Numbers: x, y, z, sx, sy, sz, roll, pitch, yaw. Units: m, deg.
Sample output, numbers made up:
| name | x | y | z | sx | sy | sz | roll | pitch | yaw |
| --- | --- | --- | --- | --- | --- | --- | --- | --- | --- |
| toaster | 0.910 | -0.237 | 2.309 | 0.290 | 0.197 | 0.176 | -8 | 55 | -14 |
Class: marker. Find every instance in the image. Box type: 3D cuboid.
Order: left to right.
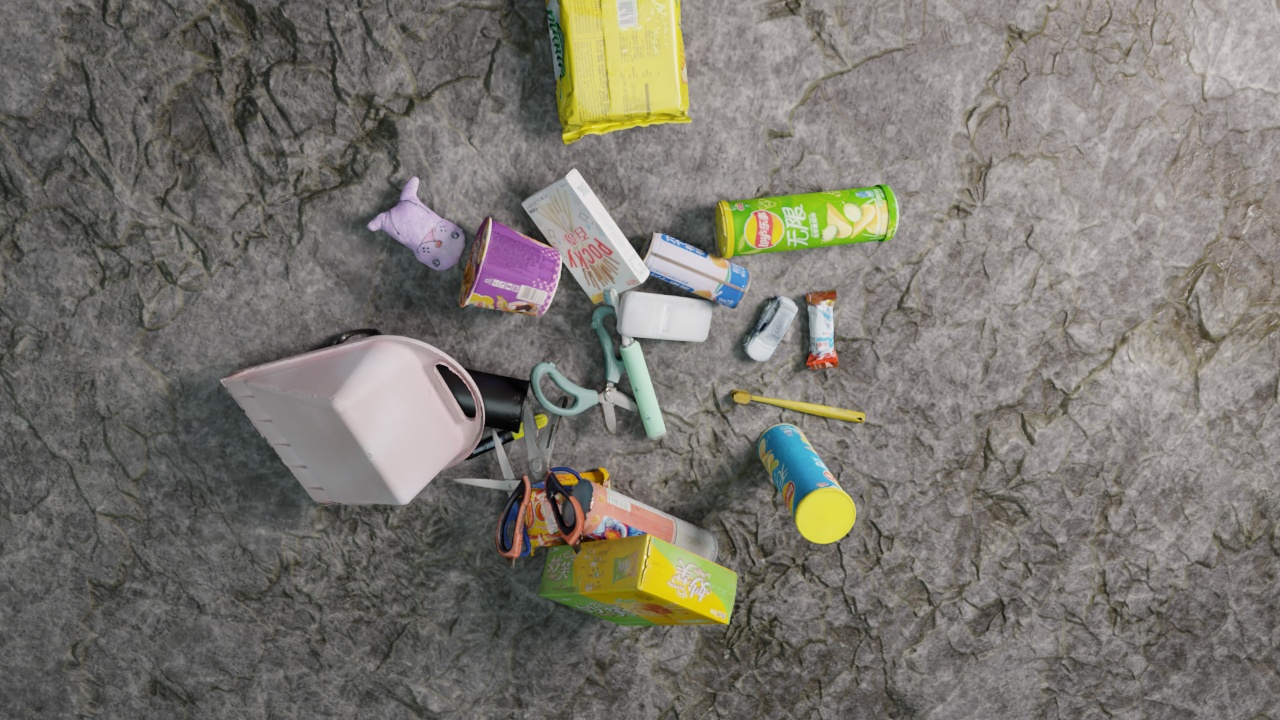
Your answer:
| name | x | y | z | sx | sy | sz | roll | pitch | yaw |
| --- | --- | --- | --- | --- | --- | --- | --- | --- | --- |
| marker | -0.179 | 0.101 | 1.204 | 0.124 | 0.015 | 0.018 | -25 | 105 | 4 |

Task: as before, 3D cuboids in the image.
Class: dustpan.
| name | x | y | z | sx | sy | sz | roll | pitch | yaw |
| --- | --- | --- | --- | --- | --- | --- | --- | --- | --- |
| dustpan | -0.333 | 0.070 | 1.125 | 0.274 | 0.138 | 0.223 | 5 | 132 | 35 |

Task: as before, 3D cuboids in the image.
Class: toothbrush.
| name | x | y | z | sx | sy | sz | roll | pitch | yaw |
| --- | --- | --- | --- | --- | --- | --- | --- | --- | --- |
| toothbrush | -0.007 | 0.007 | 1.165 | 0.027 | 0.026 | 0.225 | 5 | 127 | 34 |
| toothbrush | 0.213 | 0.063 | 1.232 | 0.190 | 0.016 | 0.016 | 11 | 107 | -10 |

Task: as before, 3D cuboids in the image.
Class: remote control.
| name | x | y | z | sx | sy | sz | roll | pitch | yaw |
| --- | --- | --- | --- | --- | --- | --- | --- | --- | --- |
| remote control | 0.031 | -0.054 | 1.144 | 0.135 | 0.020 | 0.056 | 3 | 102 | -34 |

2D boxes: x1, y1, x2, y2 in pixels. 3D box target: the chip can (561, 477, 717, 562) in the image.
| name | x | y | z | sx | sy | sz | roll | pitch | yaw |
| --- | --- | --- | --- | --- | --- | --- | --- | --- | --- |
| chip can | 0.001 | 0.222 | 1.204 | 0.214 | 0.071 | 0.071 | 28 | 103 | -30 |

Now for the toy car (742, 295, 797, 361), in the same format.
| name | x | y | z | sx | sy | sz | roll | pitch | yaw |
| --- | --- | --- | --- | --- | --- | --- | --- | --- | --- |
| toy car | 0.169 | -0.039 | 1.186 | 0.043 | 0.034 | 0.091 | 26 | 105 | -17 |

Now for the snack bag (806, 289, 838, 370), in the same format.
| name | x | y | z | sx | sy | sz | roll | pitch | yaw |
| --- | --- | --- | --- | --- | --- | --- | --- | --- | --- |
| snack bag | 0.237 | -0.039 | 1.197 | 0.048 | 0.026 | 0.104 | -8 | 110 | -16 |

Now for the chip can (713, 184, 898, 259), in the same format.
| name | x | y | z | sx | sy | sz | roll | pitch | yaw |
| --- | --- | --- | --- | --- | --- | --- | --- | --- | --- |
| chip can | 0.204 | -0.171 | 1.126 | 0.221 | 0.072 | 0.073 | -6 | 109 | -5 |

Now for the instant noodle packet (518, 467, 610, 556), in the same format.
| name | x | y | z | sx | sy | sz | roll | pitch | yaw |
| --- | --- | --- | --- | --- | --- | --- | --- | --- | --- |
| instant noodle packet | -0.099 | 0.204 | 1.232 | 0.128 | 0.044 | 0.111 | -8 | 105 | -3 |

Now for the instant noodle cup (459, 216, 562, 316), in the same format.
| name | x | y | z | sx | sy | sz | roll | pitch | yaw |
| --- | --- | --- | --- | --- | --- | --- | --- | --- | --- |
| instant noodle cup | -0.153 | -0.105 | 1.096 | 0.099 | 0.111 | 0.112 | 15 | 106 | -21 |

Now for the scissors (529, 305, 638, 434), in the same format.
| name | x | y | z | sx | sy | sz | roll | pitch | yaw |
| --- | --- | --- | --- | --- | --- | --- | --- | --- | --- |
| scissors | -0.070 | 0.022 | 1.153 | 0.180 | 0.019 | 0.170 | -16 | 109 | -33 |

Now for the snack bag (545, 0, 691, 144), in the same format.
| name | x | y | z | sx | sy | sz | roll | pitch | yaw |
| --- | --- | --- | --- | --- | --- | --- | --- | --- | --- |
| snack bag | -0.025 | -0.378 | 1.036 | 0.158 | 0.068 | 0.247 | -7 | 108 | -4 |

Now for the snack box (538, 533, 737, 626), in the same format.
| name | x | y | z | sx | sy | sz | roll | pitch | yaw |
| --- | --- | --- | --- | --- | --- | --- | --- | --- | --- |
| snack box | -0.006 | 0.286 | 1.171 | 0.157 | 0.211 | 0.069 | 30 | 59 | -32 |

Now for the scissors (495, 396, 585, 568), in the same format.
| name | x | y | z | sx | sy | sz | roll | pitch | yaw |
| --- | --- | --- | --- | --- | --- | --- | --- | --- | --- |
| scissors | -0.127 | 0.155 | 1.155 | 0.189 | 0.226 | 0.015 | -43 | 150 | 12 |

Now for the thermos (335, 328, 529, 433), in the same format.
| name | x | y | z | sx | sy | sz | roll | pitch | yaw |
| --- | --- | --- | --- | --- | --- | --- | --- | --- | --- |
| thermos | -0.260 | 0.023 | 1.141 | 0.242 | 0.068 | 0.090 | 13 | 85 | -7 |

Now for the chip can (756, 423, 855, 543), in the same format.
| name | x | y | z | sx | sy | sz | roll | pitch | yaw |
| --- | --- | --- | --- | --- | --- | --- | --- | --- | --- |
| chip can | 0.204 | 0.149 | 1.157 | 0.071 | 0.210 | 0.071 | -2 | 108 | -6 |

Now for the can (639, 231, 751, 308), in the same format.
| name | x | y | z | sx | sy | sz | roll | pitch | yaw |
| --- | --- | --- | --- | --- | --- | --- | --- | --- | --- |
| can | 0.066 | -0.112 | 1.140 | 0.134 | 0.053 | 0.053 | 21 | 104 | -12 |

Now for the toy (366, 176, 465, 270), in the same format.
| name | x | y | z | sx | sy | sz | roll | pitch | yaw |
| --- | --- | --- | --- | --- | --- | --- | --- | --- | --- |
| toy | -0.258 | -0.156 | 1.098 | 0.108 | 0.039 | 0.084 | 40 | 91 | -15 |

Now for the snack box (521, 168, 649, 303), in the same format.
| name | x | y | z | sx | sy | sz | roll | pitch | yaw |
| --- | --- | --- | --- | --- | --- | --- | --- | --- | --- |
| snack box | -0.066 | -0.147 | 1.106 | 0.085 | 0.026 | 0.157 | -20 | 114 | 41 |

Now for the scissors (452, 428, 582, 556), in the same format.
| name | x | y | z | sx | sy | sz | roll | pitch | yaw |
| --- | --- | --- | --- | --- | --- | --- | --- | --- | --- |
| scissors | -0.157 | 0.168 | 1.195 | 0.162 | 0.012 | 0.173 | -16 | 92 | 0 |
